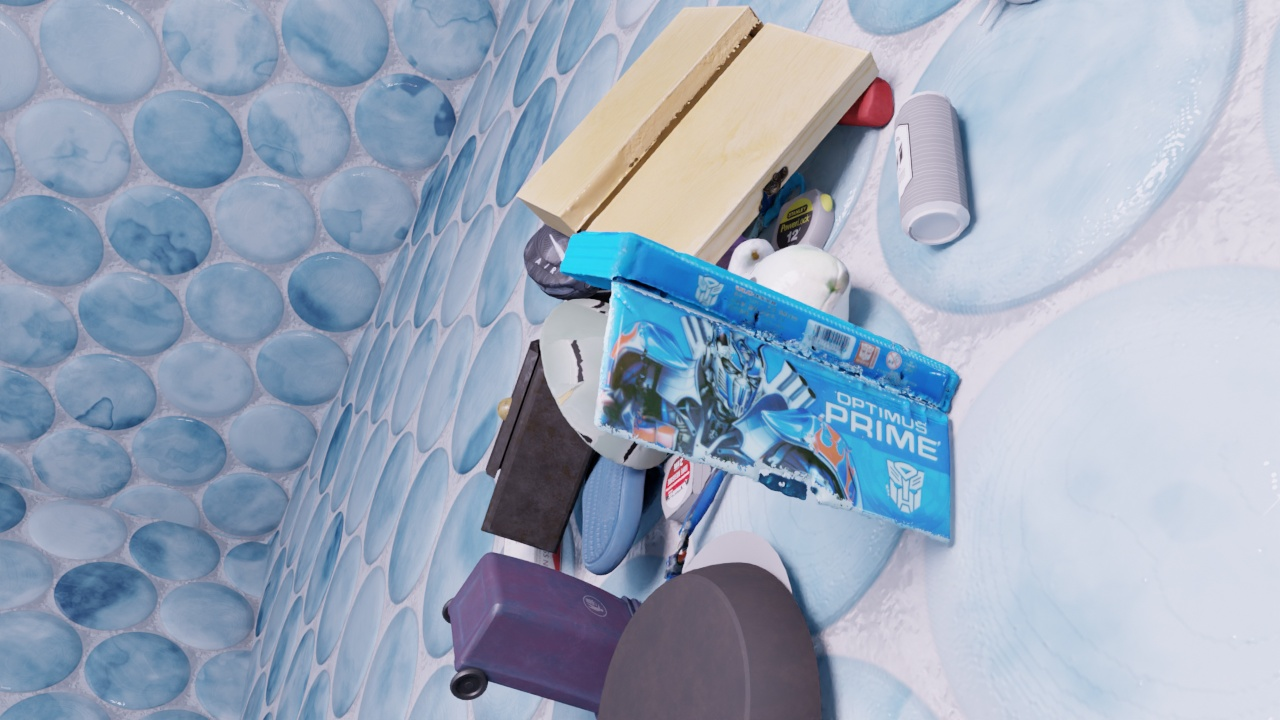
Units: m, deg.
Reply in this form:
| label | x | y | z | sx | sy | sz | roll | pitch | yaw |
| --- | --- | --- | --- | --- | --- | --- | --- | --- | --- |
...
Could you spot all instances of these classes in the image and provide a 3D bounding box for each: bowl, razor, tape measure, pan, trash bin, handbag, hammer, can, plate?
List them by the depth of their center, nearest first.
| label | x | y | z | sx | sy | sz | roll | pitch | yaw |
| --- | --- | --- | --- | --- | --- | --- | --- | --- | --- |
| can | 0.199 | -0.133 | 0.629 | 0.044 | 0.044 | 0.106 | -37 | 40 | 50 |
| pan | 0.000 | 0.291 | 0.668 | 0.357 | 0.043 | 0.248 | -53 | 29 | 33 |
| plate | 0.065 | 0.213 | 0.673 | 0.173 | 0.019 | 0.172 | -46 | 34 | 42 |
| razor | 0.050 | 0.126 | 0.759 | 0.018 | 0.044 | 0.141 | 25 | 88 | 24 |
| tape measure | 0.136 | -0.109 | 0.774 | 0.064 | 0.016 | 0.065 | -14 | 59 | 62 |
| trash bin | -0.075 | 0.236 | 0.774 | 0.092 | 0.160 | 0.093 | -56 | 27 | 14 |
| tape measure | 0.041 | 0.106 | 0.803 | 0.060 | 0.020 | 0.062 | 132 | 149 | -50 |
| bowl | -0.005 | 0.005 | 0.817 | 0.068 | 0.174 | 0.173 | -32 | 42 | 33 |
| hammer | 0.136 | -0.242 | 0.862 | 0.126 | 0.036 | 0.316 | -68 | 25 | 10 |
| handbag | -0.100 | 0.061 | 0.963 | 0.199 | 0.102 | 0.197 | -96 | 25 | -74 |

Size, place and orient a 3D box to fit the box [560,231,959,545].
| label | x | y | z | sx | sy | sz | roll | pitch | yaw |
| --- | --- | --- | --- | --- | --- | --- | --- | --- | --- |
| box | 0.082 | -0.002 | 0.530 | 0.075 | 0.243 | 0.166 | -56 | 28 | 28 |

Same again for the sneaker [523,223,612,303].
| label | x | y | z | sx | sy | sz | roll | pitch | yaw |
| --- | --- | --- | --- | --- | --- | --- | --- | --- | --- |
| sneaker | -0.001 | -0.141 | 0.976 | 0.097 | 0.151 | 0.252 | 30 | 76 | 33 |

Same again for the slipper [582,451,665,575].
| label | x | y | z | sx | sy | sz | roll | pitch | yaw |
| --- | --- | --- | --- | --- | --- | --- | --- | --- | --- |
| slipper | -0.010 | 0.116 | 0.858 | 0.104 | 0.059 | 0.213 | -54 | 14 | 26 |

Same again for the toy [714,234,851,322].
| label | x | y | z | sx | sy | sz | roll | pitch | yaw |
| --- | --- | --- | --- | --- | --- | --- | --- | --- | --- |
| toy | 0.092 | -0.032 | 0.727 | 0.138 | 0.085 | 0.209 | -68 | 22 | 10 |

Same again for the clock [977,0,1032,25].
| label | x | y | z | sx | sy | sz | roll | pitch | yaw |
| --- | --- | --- | --- | --- | --- | --- | --- | --- | --- |
| clock | 0.268 | -0.305 | 0.597 | 0.160 | 0.061 | 0.119 | -36 | 41 | 53 |

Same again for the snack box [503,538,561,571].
| label | x | y | z | sx | sy | sz | roll | pitch | yaw |
| --- | --- | --- | --- | --- | --- | --- | --- | --- | --- |
| snack box | -0.121 | 0.213 | 1.037 | 0.077 | 0.044 | 0.272 | -41 | 37 | 37 |

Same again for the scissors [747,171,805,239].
| label | x | y | z | sx | sy | sz | roll | pitch | yaw |
| --- | --- | --- | --- | --- | --- | --- | --- | --- | --- |
| scissors | 0.111 | -0.129 | 0.855 | 0.134 | 0.016 | 0.073 | -58 | 31 | 35 |

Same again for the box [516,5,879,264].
| label | x | y | z | sx | sy | sz | roll | pitch | yaw |
| --- | --- | --- | --- | --- | --- | --- | --- | --- | --- |
| box | 0.035 | -0.192 | 0.796 | 0.247 | 0.076 | 0.257 | -50 | 45 | -2 |
